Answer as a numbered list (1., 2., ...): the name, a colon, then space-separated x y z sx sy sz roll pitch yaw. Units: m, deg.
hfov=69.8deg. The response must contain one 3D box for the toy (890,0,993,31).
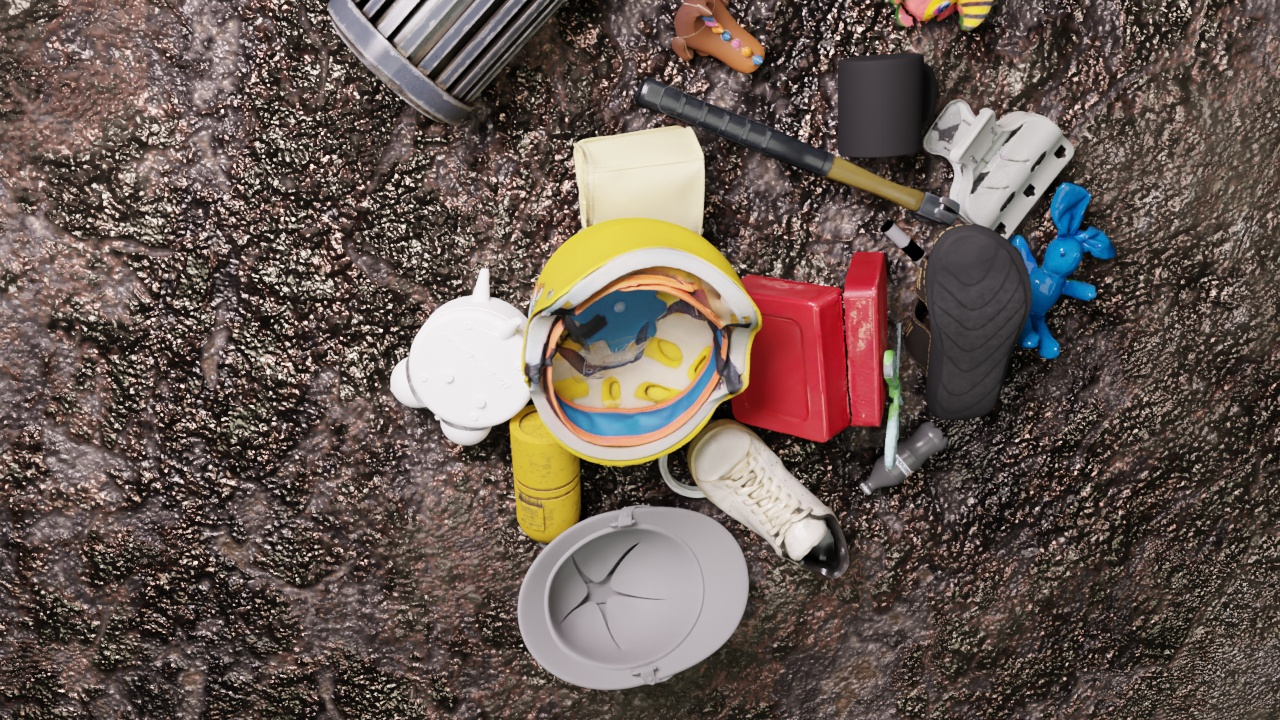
1. toy: 0.283 -0.352 0.861 0.103 0.046 0.084 11 102 -16

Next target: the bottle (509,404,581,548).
1. bottle: -0.099 0.131 0.963 0.071 0.071 0.164 -4 124 -7

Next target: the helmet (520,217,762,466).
1. helmet: -0.010 -0.031 0.847 0.209 0.139 0.241 3 132 -15

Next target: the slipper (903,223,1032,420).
1. slipper: 0.336 -0.041 0.956 0.113 0.075 0.268 -7 135 9

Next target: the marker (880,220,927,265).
1. marker: 0.308 -0.099 0.973 0.140 0.016 0.016 37 101 -19

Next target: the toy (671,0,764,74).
1. toy: 0.075 -0.293 0.823 0.090 0.103 0.071 33 101 -11

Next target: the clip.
1. clip: 0.357 -0.199 0.925 0.142 0.072 0.125 28 102 -25

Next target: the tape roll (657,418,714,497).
1. tape roll: 0.066 0.108 1.017 0.093 0.013 0.093 -3 110 -7

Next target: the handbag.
1. handbag: -0.004 -0.158 0.871 0.119 0.081 0.111 -9 134 -8

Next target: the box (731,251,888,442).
1. box: 0.168 -0.014 0.942 0.168 0.153 0.157 -2 112 14

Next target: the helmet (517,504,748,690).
1. helmet: -0.023 0.255 1.010 0.270 0.118 0.183 -5 82 -28

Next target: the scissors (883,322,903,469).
1. scissors: 0.263 0.035 0.956 0.022 0.171 0.173 -5 74 22

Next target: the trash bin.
1. trash bin: -0.131 -0.322 0.753 0.228 0.164 0.164 -43 110 12

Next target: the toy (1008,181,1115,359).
1. toy: 0.445 -0.090 0.971 0.112 0.071 0.176 17 97 -17

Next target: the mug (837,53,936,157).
1. mug: 0.242 -0.249 0.883 0.113 0.078 0.088 -18 115 -31

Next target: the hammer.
1. hammer: 0.153 -0.196 0.874 0.333 0.118 0.025 20 101 -9

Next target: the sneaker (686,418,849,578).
1. sneaker: 0.144 0.162 0.991 0.089 0.102 0.241 -45 117 7

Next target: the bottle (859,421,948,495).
1. bottle: 0.296 0.114 1.040 0.110 0.036 0.036 -40 111 7

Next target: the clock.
1. clock: -0.164 0.006 0.904 0.125 0.072 0.161 40 107 -13
